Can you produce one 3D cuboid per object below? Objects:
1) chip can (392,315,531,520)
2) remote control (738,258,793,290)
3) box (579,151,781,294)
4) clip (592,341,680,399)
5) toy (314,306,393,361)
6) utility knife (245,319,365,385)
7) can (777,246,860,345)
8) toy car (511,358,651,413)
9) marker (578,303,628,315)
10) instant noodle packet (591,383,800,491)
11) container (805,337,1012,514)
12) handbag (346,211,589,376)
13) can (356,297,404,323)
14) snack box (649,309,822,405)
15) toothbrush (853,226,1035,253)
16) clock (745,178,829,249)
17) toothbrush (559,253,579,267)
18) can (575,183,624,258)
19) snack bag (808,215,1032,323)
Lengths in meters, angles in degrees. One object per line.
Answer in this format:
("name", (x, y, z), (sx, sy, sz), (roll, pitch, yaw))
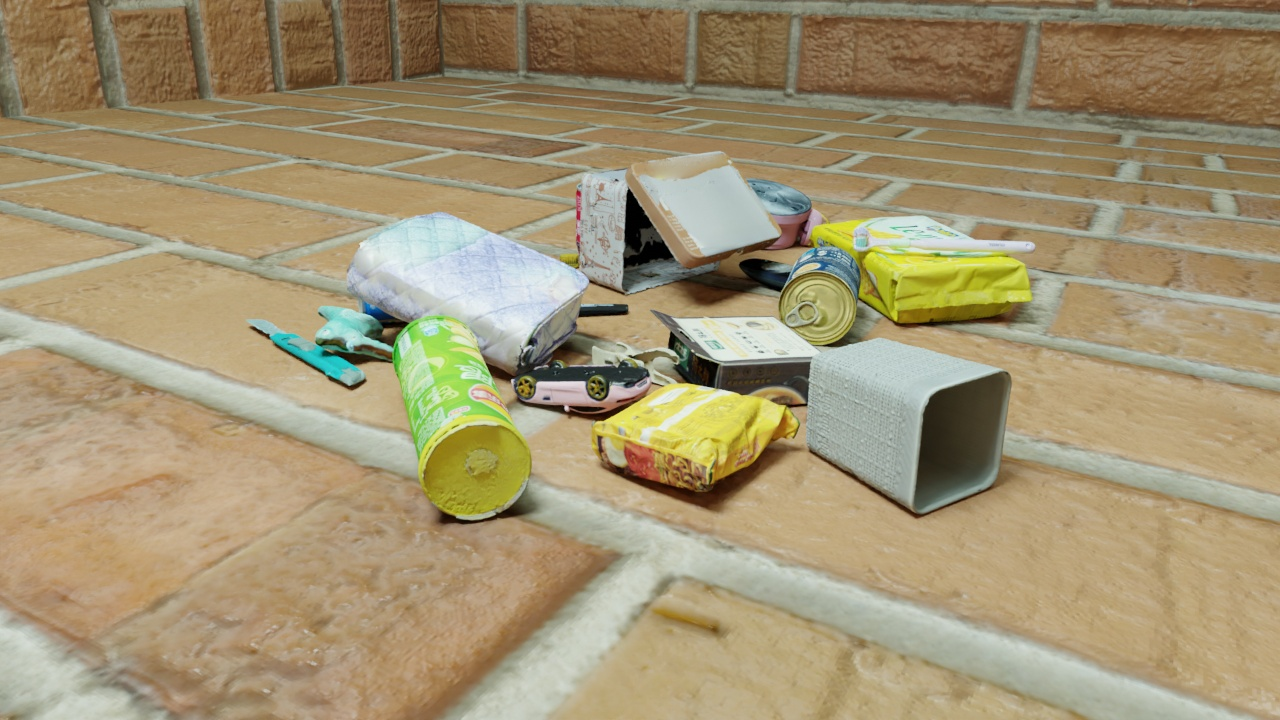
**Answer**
("chip can", (-0.137, 0.031, 0.671), (0.072, 0.073, 0.221), (-6, 24, -18))
("remote control", (0.174, -0.095, 1.068), (0.053, 0.024, 0.136), (-21, 30, -41))
("box", (0.055, -0.158, 1.051), (0.182, 0.153, 0.178), (-19, 32, -41))
("clip", (0.006, 0.003, 0.805), (0.083, 0.035, 0.104), (-7, 15, -12))
("toy", (-0.265, -0.023, 0.849), (0.096, 0.030, 0.091), (17, 16, -4))
("utility knife", (-0.311, -0.012, 0.842), (0.208, 0.013, 0.029), (21, 24, 39))
("can", (0.185, -0.069, 0.936), (0.075, 0.075, 0.111), (7, 22, 14))
("toy car", (-0.049, 0.022, 0.751), (0.123, 0.037, 0.056), (0, 15, 31))
("marker", (-0.073, -0.054, 0.963), (0.123, 0.015, 0.018), (-2, 27, -12))
("instant noodle packet", (0.040, 0.052, 0.668), (0.111, 0.044, 0.128), (15, 23, 34))
("container", (0.184, 0.039, 0.655), (0.090, 0.090, 0.114), (-12, 23, -31))
("handbag", (-0.154, -0.063, 0.849), (0.194, 0.076, 0.133), (25, 33, 16))
("can", (-0.218, -0.068, 0.935), (0.134, 0.053, 0.053), (-7, 24, -20))
("snack box", (0.082, -0.005, 0.793), (0.125, 0.053, 0.113), (-3, 23, -18))
("toothbrush", (0.324, -0.125, 0.978), (0.189, 0.029, 0.021), (3, -15, 4))
("clock", (0.188, -0.201, 1.263), (0.158, 0.060, 0.117), (-4, 35, -21))
("toothbrush", (-0.159, -0.109, 1.089), (0.189, 0.017, 0.016), (-11, 24, -28))
("can", (-0.048, -0.173, 1.152), (0.066, 0.094, 0.066), (1, 23, -1))
("snack bag", (0.305, -0.107, 1.048), (0.158, 0.068, 0.246), (-5, 24, -13))
